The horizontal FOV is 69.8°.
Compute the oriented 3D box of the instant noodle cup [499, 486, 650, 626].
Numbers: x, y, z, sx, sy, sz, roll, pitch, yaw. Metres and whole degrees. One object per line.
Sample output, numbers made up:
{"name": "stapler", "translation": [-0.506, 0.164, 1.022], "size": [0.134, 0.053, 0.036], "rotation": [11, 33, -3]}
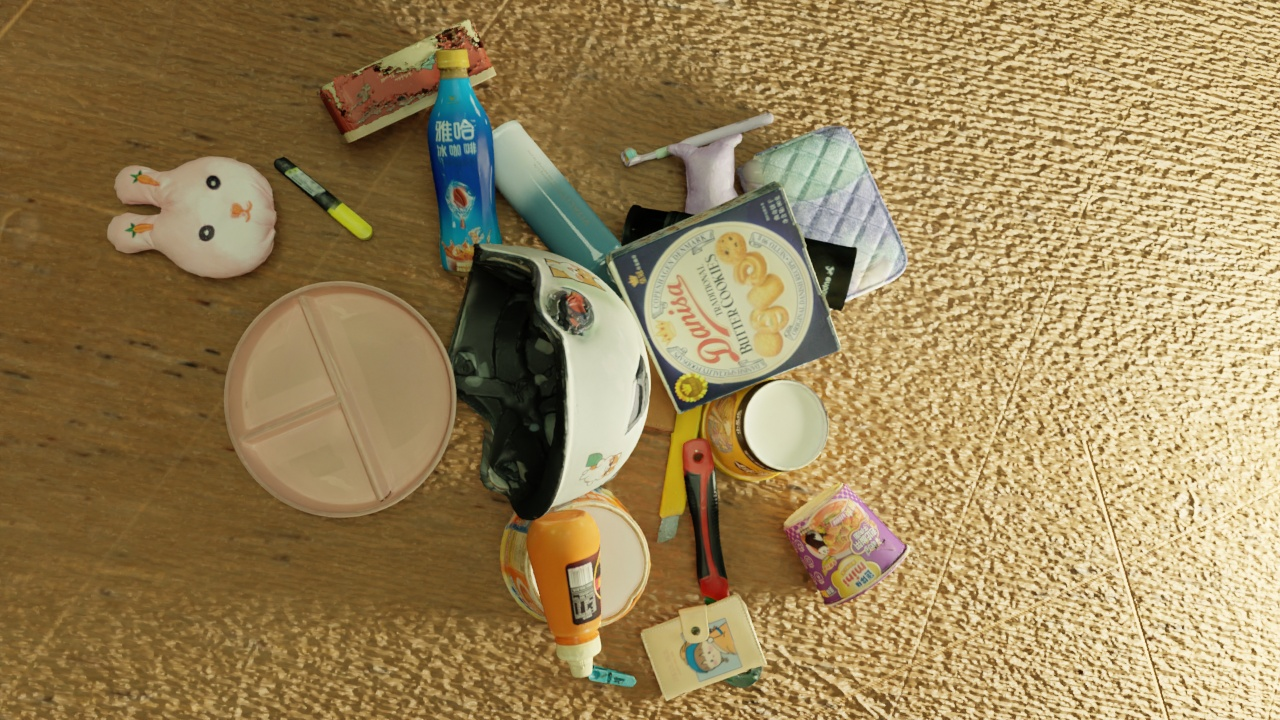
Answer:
{"name": "instant noodle cup", "translation": [-0.061, 0.197, 0.918], "size": [0.151, 0.111, 0.151], "rotation": [1, 84, -13]}

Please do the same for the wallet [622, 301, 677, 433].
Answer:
{"name": "wallet", "translation": [-0.006, 0.006, 0.991], "size": [0.107, 0.031, 0.131], "rotation": [11, 77, -10]}

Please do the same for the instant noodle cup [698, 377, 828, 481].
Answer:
{"name": "instant noodle cup", "translation": [0.135, 0.070, 0.974], "size": [0.118, 0.114, 0.118], "rotation": [1, 84, -13]}

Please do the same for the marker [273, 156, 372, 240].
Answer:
{"name": "marker", "translation": [-0.328, -0.167, 0.948], "size": [0.124, 0.015, 0.018], "rotation": [40, 76, -3]}

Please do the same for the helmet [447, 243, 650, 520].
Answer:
{"name": "helmet", "translation": [-0.075, 0.012, 0.878], "size": [0.156, 0.231, 0.274], "rotation": [-7, 43, -33]}

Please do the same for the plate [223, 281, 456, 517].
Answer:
{"name": "plate", "translation": [-0.291, 0.038, 0.900], "size": [0.229, 0.028, 0.229], "rotation": [0, 90, 3]}

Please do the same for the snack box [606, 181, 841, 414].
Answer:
{"name": "snack box", "translation": [0.085, -0.059, 0.913], "size": [0.182, 0.045, 0.178], "rotation": [-23, 111, 6]}

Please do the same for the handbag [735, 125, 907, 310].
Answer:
{"name": "handbag", "translation": [0.204, -0.156, 1.035], "size": [0.134, 0.075, 0.194], "rotation": [-23, 88, -8]}

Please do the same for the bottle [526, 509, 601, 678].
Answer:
{"name": "bottle", "translation": [-0.062, 0.213, 0.828], "size": [0.066, 0.067, 0.149], "rotation": [-9, 93, -14]}

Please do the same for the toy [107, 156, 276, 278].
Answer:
{"name": "toy", "translation": [-0.441, -0.142, 0.902], "size": [0.159, 0.054, 0.121], "rotation": [3, 83, -4]}

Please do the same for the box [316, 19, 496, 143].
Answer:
{"name": "box", "translation": [-0.241, -0.290, 0.932], "size": [0.168, 0.091, 0.076], "rotation": [-31, 112, -14]}

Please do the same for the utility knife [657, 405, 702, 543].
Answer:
{"name": "utility knife", "translation": [0.041, 0.110, 0.999], "size": [0.033, 0.015, 0.180], "rotation": [9, 83, 8]}

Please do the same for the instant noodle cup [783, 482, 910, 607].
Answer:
{"name": "instant noodle cup", "translation": [0.214, 0.194, 0.986], "size": [0.111, 0.112, 0.099], "rotation": [-36, 85, -14]}

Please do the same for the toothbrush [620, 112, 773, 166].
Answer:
{"name": "toothbrush", "translation": [0.068, -0.254, 1.043], "size": [0.189, 0.029, 0.021], "rotation": [-19, 129, -15]}

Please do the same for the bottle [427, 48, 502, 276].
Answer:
{"name": "bottle", "translation": [-0.177, -0.196, 0.916], "size": [0.065, 0.065, 0.219], "rotation": [-7, 111, -13]}

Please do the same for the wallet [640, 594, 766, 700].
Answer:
{"name": "wallet", "translation": [0.065, 0.299, 0.968], "size": [0.115, 0.024, 0.087], "rotation": [-20, 96, 2]}

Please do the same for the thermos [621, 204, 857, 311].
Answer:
{"name": "thermos", "translation": [0.101, -0.103, 0.982], "size": [0.243, 0.068, 0.090], "rotation": [13, 121, 10]}

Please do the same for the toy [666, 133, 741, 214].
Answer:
{"name": "toy", "translation": [0.075, -0.193, 1.018], "size": [0.084, 0.038, 0.108], "rotation": [-4, 106, 8]}

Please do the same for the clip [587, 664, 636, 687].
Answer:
{"name": "clip", "translation": [-0.032, 0.330, 0.958], "size": [0.057, 0.047, 0.014], "rotation": [18, 79, -13]}

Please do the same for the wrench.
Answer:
{"name": "wrench", "translation": [0.080, 0.218, 0.985], "size": [0.056, 0.016, 0.273], "rotation": [-12, 92, -6]}

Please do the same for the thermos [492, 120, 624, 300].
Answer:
{"name": "thermos", "translation": [-0.083, -0.150, 0.961], "size": [0.070, 0.070, 0.220], "rotation": [-40, 87, -14]}
